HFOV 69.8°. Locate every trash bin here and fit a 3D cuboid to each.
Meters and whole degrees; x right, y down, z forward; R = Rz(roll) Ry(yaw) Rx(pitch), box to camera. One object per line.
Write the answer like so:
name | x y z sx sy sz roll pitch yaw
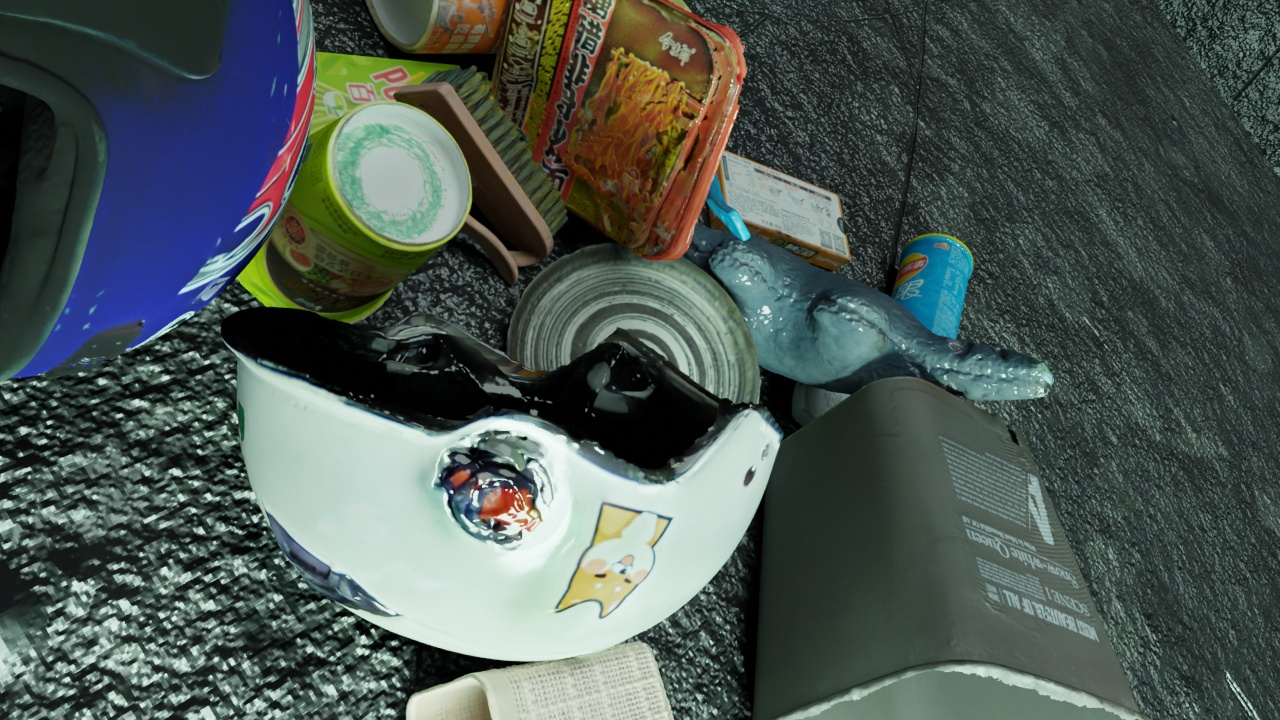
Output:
trash bin | 0.188 0.151 0.621 0.199 0.199 0.219 25 47 -25

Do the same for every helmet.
helmet | -0.269 -0.109 0.378 0.240 0.248 0.314 35 55 -41
helmet | -0.071 0.066 0.469 0.273 0.230 0.157 5 100 -25

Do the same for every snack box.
snack box | -0.180 -0.165 0.622 0.156 0.026 0.085 -10 73 -41
snack box | 0.127 -0.137 0.844 0.153 0.026 0.075 13 59 -31

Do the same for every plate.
plate | -0.004 0.004 0.625 0.179 0.024 0.179 6 67 -15

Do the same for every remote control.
remote control | 0.189 0.065 0.780 0.150 0.021 0.058 37 49 -16

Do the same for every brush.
brush | -0.106 -0.120 0.611 0.073 0.063 0.146 -51 129 -22
brush | 0.049 -0.159 0.715 0.083 0.046 0.254 55 14 -33

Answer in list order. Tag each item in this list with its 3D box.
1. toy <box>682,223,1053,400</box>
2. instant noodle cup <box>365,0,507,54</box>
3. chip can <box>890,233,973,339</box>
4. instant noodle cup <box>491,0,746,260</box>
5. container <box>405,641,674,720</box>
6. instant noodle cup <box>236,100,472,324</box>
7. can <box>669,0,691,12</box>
toy | 0.123 -0.038 0.695 0.356 0.138 0.091 25 71 15
instant noodle cup | -0.128 -0.288 0.657 0.111 0.152 0.151 -22 80 -35
chip can | 0.260 -0.030 0.856 0.071 0.071 0.209 40 48 -13
instant noodle cup | -0.012 -0.177 0.626 0.189 0.165 0.078 36 38 19
container | -0.046 0.200 0.475 0.110 0.090 0.090 -1 66 -41
instant noodle cup | -0.158 -0.085 0.509 0.111 0.124 0.111 11 73 -38
can | -0.013 -0.265 0.768 0.101 0.083 0.057 -11 72 -41
